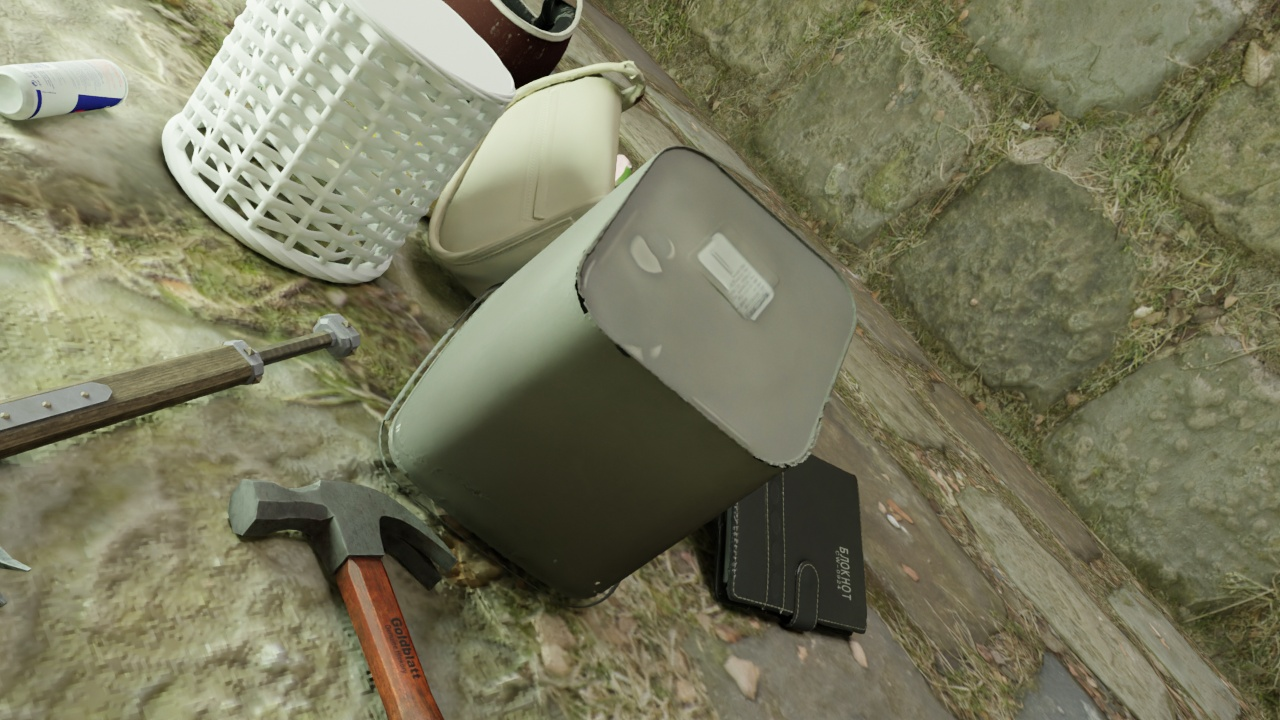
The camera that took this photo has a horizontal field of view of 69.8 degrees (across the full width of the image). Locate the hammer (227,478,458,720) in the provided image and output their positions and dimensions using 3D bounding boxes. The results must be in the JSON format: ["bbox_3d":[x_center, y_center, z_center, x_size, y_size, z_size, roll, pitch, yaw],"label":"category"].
[{"bbox_3d":[-0.100,0.181,0.429,0.111,0.028,0.300,15,35,-51],"label":"hammer"}]

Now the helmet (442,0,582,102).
[{"bbox_3d":[-0.199,-0.465,1.185,0.233,0.254,0.233,17,57,-42],"label":"helmet"}]

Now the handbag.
[{"bbox_3d":[-0.076,-0.153,0.852,0.132,0.184,0.228,50,35,-48],"label":"handbag"}]

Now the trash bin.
[{"bbox_3d":[-0.010,0.010,0.558,0.197,0.221,0.196,39,51,-11],"label":"trash bin"}]

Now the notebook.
[{"bbox_3d":[0.141,0.157,0.835,0.209,0.030,0.169,24,58,-39],"label":"notebook"}]

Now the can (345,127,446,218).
[{"bbox_3d":[-0.220,-0.187,0.870,0.105,0.068,0.067,32,23,-31],"label":"can"}]

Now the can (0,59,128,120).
[{"bbox_3d":[-0.379,-0.178,0.599,0.032,0.032,0.095,41,20,-8],"label":"can"}]

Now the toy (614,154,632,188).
[{"bbox_3d":[-0.085,-0.216,1.161,0.105,0.131,0.205,14,17,-16],"label":"toy"}]

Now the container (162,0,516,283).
[{"bbox_3d":[-0.222,-0.189,0.692,0.189,0.187,0.189,37,21,-17],"label":"container"}]

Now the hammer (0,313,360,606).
[{"bbox_3d":[-0.250,0.008,0.483,0.147,0.028,0.316,46,20,4],"label":"hammer"}]

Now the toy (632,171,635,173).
[{"bbox_3d":[0.013,-0.145,1.145,0.176,0.096,0.112,67,-13,-4],"label":"toy"}]

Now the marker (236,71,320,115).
[{"bbox_3d":[-0.321,-0.240,0.857,0.145,0.017,0.017,27,26,-40],"label":"marker"}]
